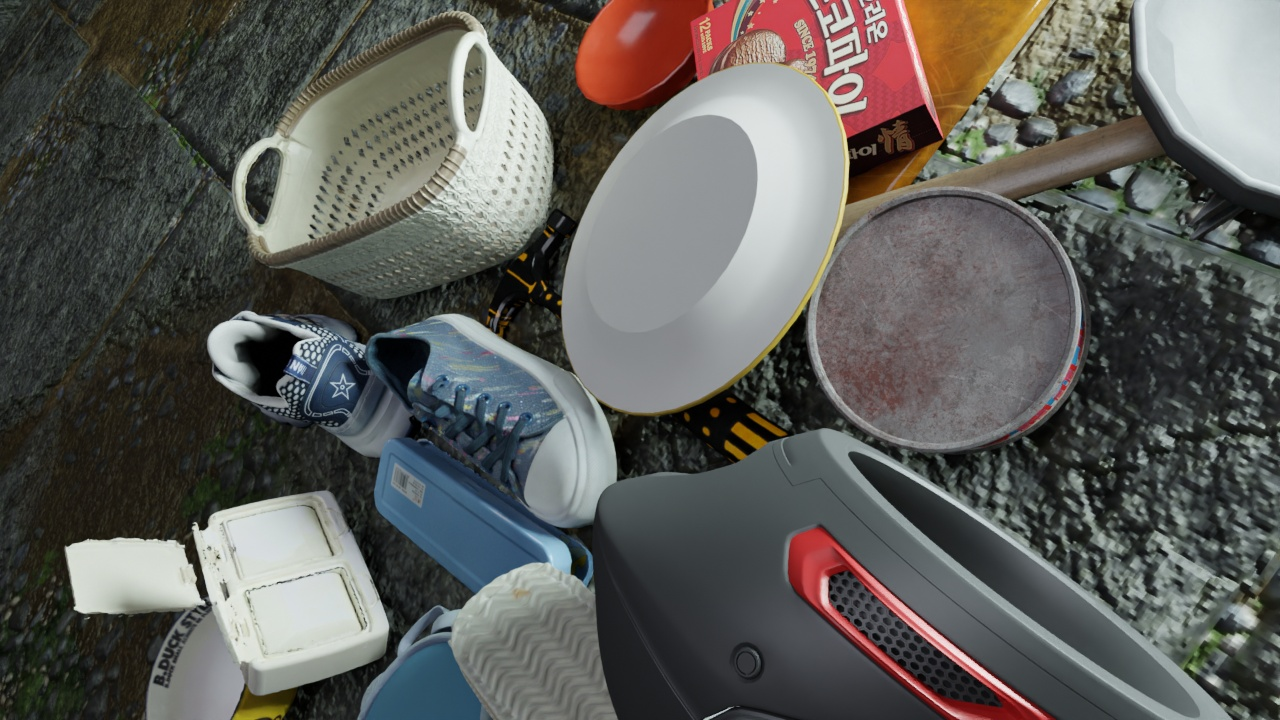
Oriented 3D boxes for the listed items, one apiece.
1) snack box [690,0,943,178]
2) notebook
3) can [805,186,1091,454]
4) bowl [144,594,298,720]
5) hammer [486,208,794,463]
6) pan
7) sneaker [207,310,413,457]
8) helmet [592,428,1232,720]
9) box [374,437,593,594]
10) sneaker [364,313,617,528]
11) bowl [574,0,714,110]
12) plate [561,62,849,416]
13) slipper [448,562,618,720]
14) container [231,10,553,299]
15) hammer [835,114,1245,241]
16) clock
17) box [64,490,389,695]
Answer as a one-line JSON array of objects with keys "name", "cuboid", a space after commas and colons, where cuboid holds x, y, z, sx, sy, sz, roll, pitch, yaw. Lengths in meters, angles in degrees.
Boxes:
[{"name": "snack box", "cuboid": [0.105, -0.181, 0.582, 0.133, 0.036, 0.151, -20, 58, 27]}, {"name": "notebook", "cuboid": [0.150, -0.206, 0.598, 0.249, 0.014, 0.178, -53, 49, 2]}, {"name": "can", "cuboid": [0.152, -0.018, 0.462, 0.130, 0.044, 0.130, -4, 82, 32]}, {"name": "bowl", "cuboid": [-0.294, 0.233, 0.668, 0.117, 0.067, 0.117, -16, 60, 29]}, {"name": "hammer", "cuboid": [-0.003, 0.003, 0.596, 0.321, 0.036, 0.123, 36, 95, 43]}, {"name": "pan", "cuboid": [0.315, -0.050, 0.374, 0.179, 0.041, 0.356, -9, 70, 11]}, {"name": "sneaker", "cuboid": [-0.296, -0.002, 0.744, 0.270, 0.132, 0.103, 16, 80, 41]}, {"name": "helmet", "cuboid": [0.080, 0.133, 0.384, 0.265, 0.164, 0.170, 40, 105, 32]}, {"name": "box", "cuboid": [-0.112, 0.116, 0.630, 0.210, 0.049, 0.066, 24, 102, 43]}, {"name": "sneaker", "cuboid": [-0.107, 0.029, 0.612, 0.235, 0.079, 0.087, 35, 113, 41]}, {"name": "bowl", "cuboid": [0.009, -0.239, 0.702, 0.122, 0.035, 0.121, -16, 60, 29]}, {"name": "plate", "cuboid": [0.022, -0.079, 0.553, 0.230, 0.021, 0.229, -25, 54, 39]}, {"name": "slipper", "cuboid": [-0.004, 0.216, 0.456, 0.114, 0.052, 0.263, -31, 58, -23]}, {"name": "container", "cuboid": [-0.188, -0.150, 0.731, 0.247, 0.142, 0.184, -13, 62, 31]}, {"name": "hammer", "cuboid": [0.165, -0.091, 0.507, 0.332, 0.030, 0.119, -14, 64, 25]}, {"name": "clock", "cuboid": [-0.115, 0.217, 0.549, 0.122, 0.075, 0.161, -45, 37, 8]}, {"name": "box", "cuboid": [-0.262, 0.141, 0.616, 0.095, 0.185, 0.145, -56, 52, 20]}]
